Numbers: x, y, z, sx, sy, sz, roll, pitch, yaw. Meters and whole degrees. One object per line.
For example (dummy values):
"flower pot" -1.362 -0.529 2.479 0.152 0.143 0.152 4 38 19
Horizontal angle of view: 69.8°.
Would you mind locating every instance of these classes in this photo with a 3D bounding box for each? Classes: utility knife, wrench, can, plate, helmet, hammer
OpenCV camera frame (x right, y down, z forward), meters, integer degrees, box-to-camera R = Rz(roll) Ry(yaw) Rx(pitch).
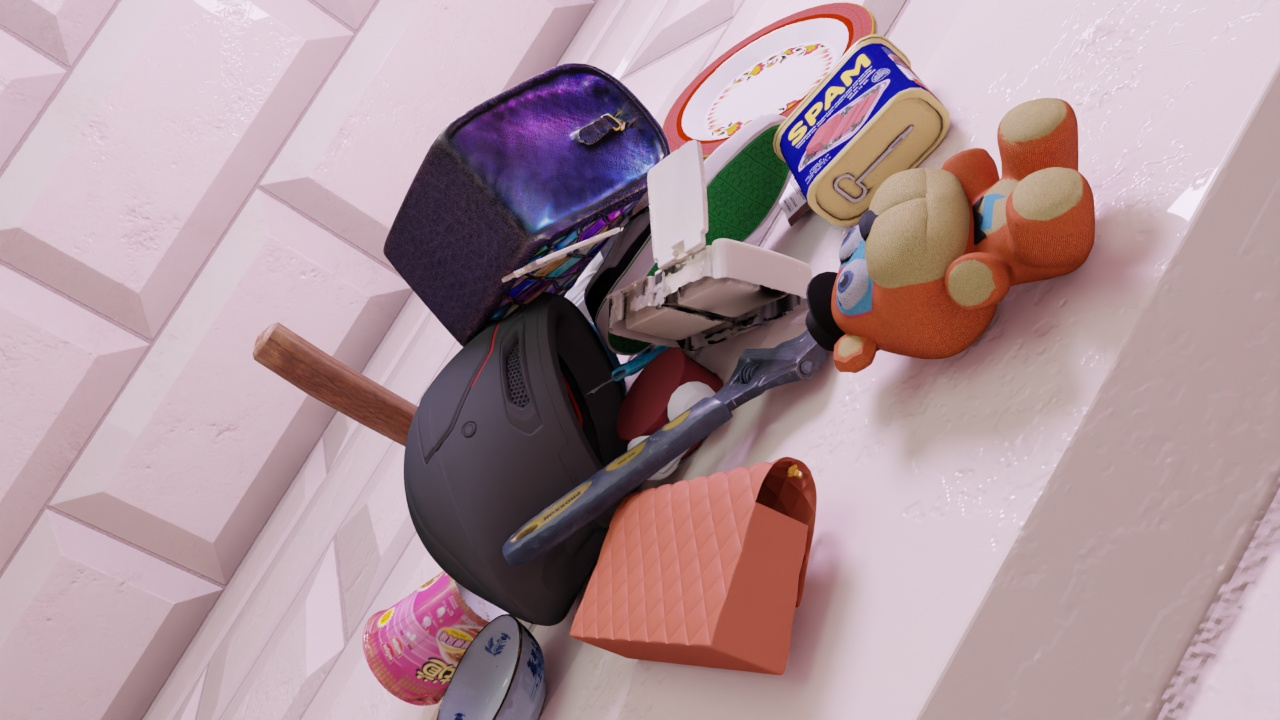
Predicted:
"utility knife" -0.004 0.004 0.754 0.022 0.015 0.151 -35 -4 36
"wrench" 0.021 0.055 0.618 0.273 0.022 0.073 -36 18 1
"can" 0.159 -0.166 0.670 0.116 0.056 0.092 -47 32 26
"plate" 0.123 -0.269 0.898 0.230 0.021 0.229 -26 35 20
"helmet" -0.102 0.083 0.731 0.170 0.164 0.264 -26 55 15
"hammer" -0.232 0.052 0.895 0.158 0.300 0.037 -53 21 11

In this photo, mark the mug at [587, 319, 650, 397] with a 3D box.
"mug" -0.044 0.007 0.874 0.112 0.084 0.104 -28 29 -3

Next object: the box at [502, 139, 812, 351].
"box" 0.012 -0.089 0.670 0.144 0.192 0.106 -22 63 49

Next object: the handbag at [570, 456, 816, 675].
"handbag" 0.034 0.120 0.539 0.172 0.060 0.108 -26 42 59

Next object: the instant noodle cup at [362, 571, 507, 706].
"instant noodle cup" -0.172 0.232 0.810 0.109 0.097 0.097 -43 24 17

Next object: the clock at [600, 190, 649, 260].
"clock" 0.015 -0.112 0.863 0.121 0.073 0.157 8 81 46

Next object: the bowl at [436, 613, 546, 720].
"bowl" -0.104 0.251 0.682 0.114 0.045 0.114 -46 23 26

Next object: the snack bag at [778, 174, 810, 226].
"snack bag" 0.134 -0.165 0.798 0.057 0.013 0.157 -46 24 19

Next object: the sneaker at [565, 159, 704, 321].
"sneaker" -0.025 -0.136 0.977 0.242 0.091 0.089 -51 -2 8

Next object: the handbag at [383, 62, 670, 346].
"handbag" -0.089 -0.133 0.791 0.221 0.125 0.205 -37 -6 -42

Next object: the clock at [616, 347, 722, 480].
"clock" 0.023 0.041 0.704 0.087 0.044 0.124 -50 22 19

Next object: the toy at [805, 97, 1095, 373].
"toy" 0.160 -0.054 0.485 0.177 0.096 0.111 -52 18 46

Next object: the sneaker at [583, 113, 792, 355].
"sneaker" 0.034 -0.117 0.768 0.236 0.084 0.079 -49 47 15
